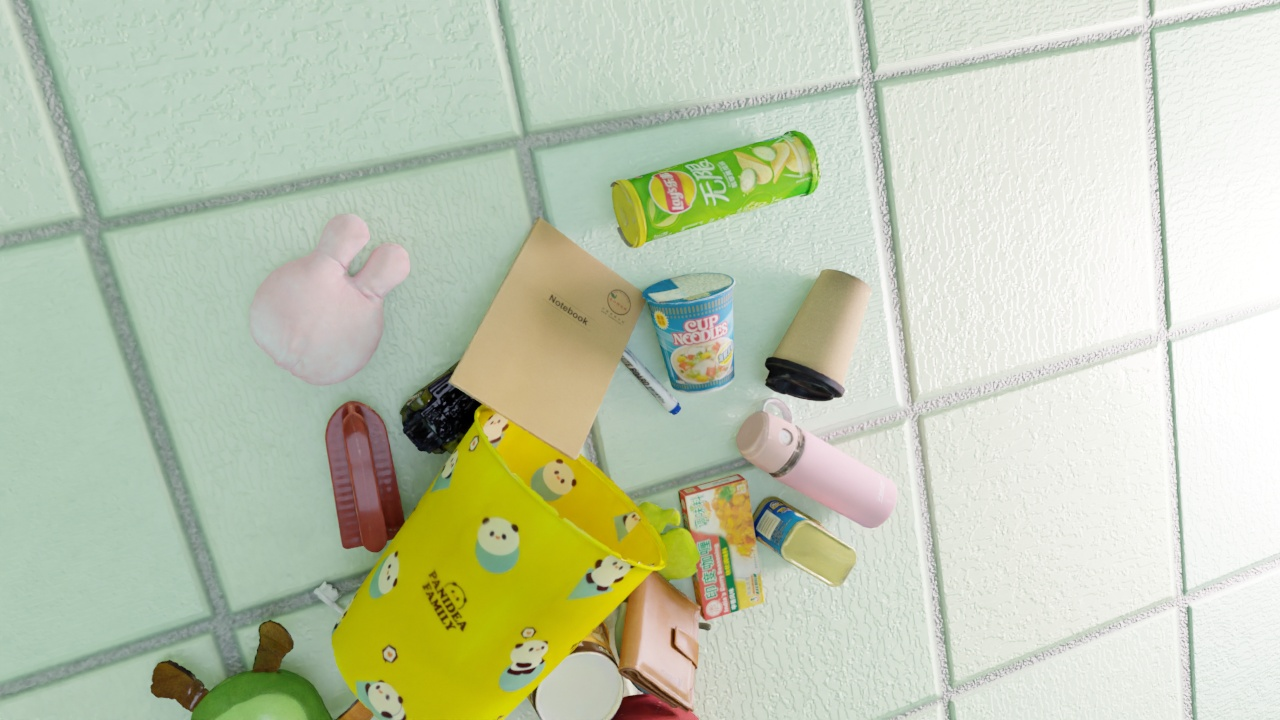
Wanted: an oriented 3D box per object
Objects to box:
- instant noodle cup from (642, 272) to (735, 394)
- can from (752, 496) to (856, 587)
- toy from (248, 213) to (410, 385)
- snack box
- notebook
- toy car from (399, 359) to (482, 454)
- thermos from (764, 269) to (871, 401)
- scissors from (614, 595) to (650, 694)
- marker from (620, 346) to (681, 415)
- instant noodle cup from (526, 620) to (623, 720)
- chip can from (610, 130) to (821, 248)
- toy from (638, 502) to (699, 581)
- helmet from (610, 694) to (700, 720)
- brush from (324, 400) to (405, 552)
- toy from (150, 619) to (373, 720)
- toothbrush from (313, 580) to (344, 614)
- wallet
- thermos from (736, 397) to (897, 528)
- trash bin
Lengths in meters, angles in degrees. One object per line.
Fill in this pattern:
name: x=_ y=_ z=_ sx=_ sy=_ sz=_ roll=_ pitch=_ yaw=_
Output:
instant noodle cup: x=0.059 y=-0.027 z=0.972 sx=0.099 sy=0.099 sz=0.110 roll=-17 pitch=111 yaw=-15
can: x=0.187 y=0.209 z=1.056 sx=0.102 sy=0.083 sz=0.057 roll=32 pitch=88 yaw=-20
toy: x=-0.290 y=-0.056 z=0.867 sx=0.121 sy=0.054 sz=0.159 roll=38 pitch=87 yaw=-28
snack box: x=0.094 y=0.215 z=1.056 sx=0.077 sy=0.027 sz=0.156 roll=-13 pitch=103 yaw=-15
notebook: x=-0.084 y=-0.025 z=0.914 sx=0.148 sy=0.008 sz=0.207 roll=35 pitch=59 yaw=-20
toy car: x=-0.169 y=0.031 z=0.928 sx=0.158 sy=0.042 sz=0.070 roll=-39 pitch=109 yaw=-10
thermos: x=0.201 y=-0.025 z=1.022 sx=0.093 sy=0.093 sz=0.143 roll=27 pitch=82 yaw=-21
scissors: x=0.004 y=0.274 z=1.027 sx=0.143 sy=0.019 sz=0.180 roll=-9 pitch=76 yaw=-52
marker: x=-0.006 y=0.006 z=0.992 sx=0.017 sy=0.017 sz=0.146 roll=-45 pitch=110 yaw=-7
instant noodle cup: x=-0.078 y=0.327 z=0.973 sx=0.118 sy=0.114 sz=0.118 roll=-3 pitch=101 yaw=-17
chip can: x=0.082 y=-0.181 z=0.959 sx=0.221 sy=0.072 sz=0.072 roll=-18 pitch=105 yaw=-15
toy: x=0.026 y=0.205 z=1.019 sx=0.100 sy=0.031 sz=0.097 roll=35 pitch=120 yaw=-4
helmet: x=-0.021 y=0.454 z=0.997 sx=0.240 sy=0.143 sz=0.207 roll=-20 pitch=131 yaw=3
brush: x=-0.270 y=0.111 z=0.895 sx=0.063 sy=0.069 sz=0.146 roll=-10 pitch=102 yaw=-18
toy: x=-0.364 y=0.381 z=0.901 sx=0.227 sy=0.090 sz=0.247 roll=-25 pitch=103 yaw=-6
toothbrush: x=-0.269 y=0.292 z=0.956 sx=0.016 sy=0.016 sz=0.180 roll=-45 pitch=109 yaw=-13
wallet: x=0.026 y=0.300 z=0.988 sx=0.035 sy=0.130 sz=0.119 roll=-34 pitch=119 yaw=31
thermos: x=0.204 y=0.116 z=1.061 sx=0.198 sy=0.067 sz=0.087 roll=30 pitch=58 yaw=-19
trash bin: x=-0.141 y=0.210 z=0.874 sx=0.229 sy=0.229 sz=0.255 roll=37 pitch=96 yaw=-20
